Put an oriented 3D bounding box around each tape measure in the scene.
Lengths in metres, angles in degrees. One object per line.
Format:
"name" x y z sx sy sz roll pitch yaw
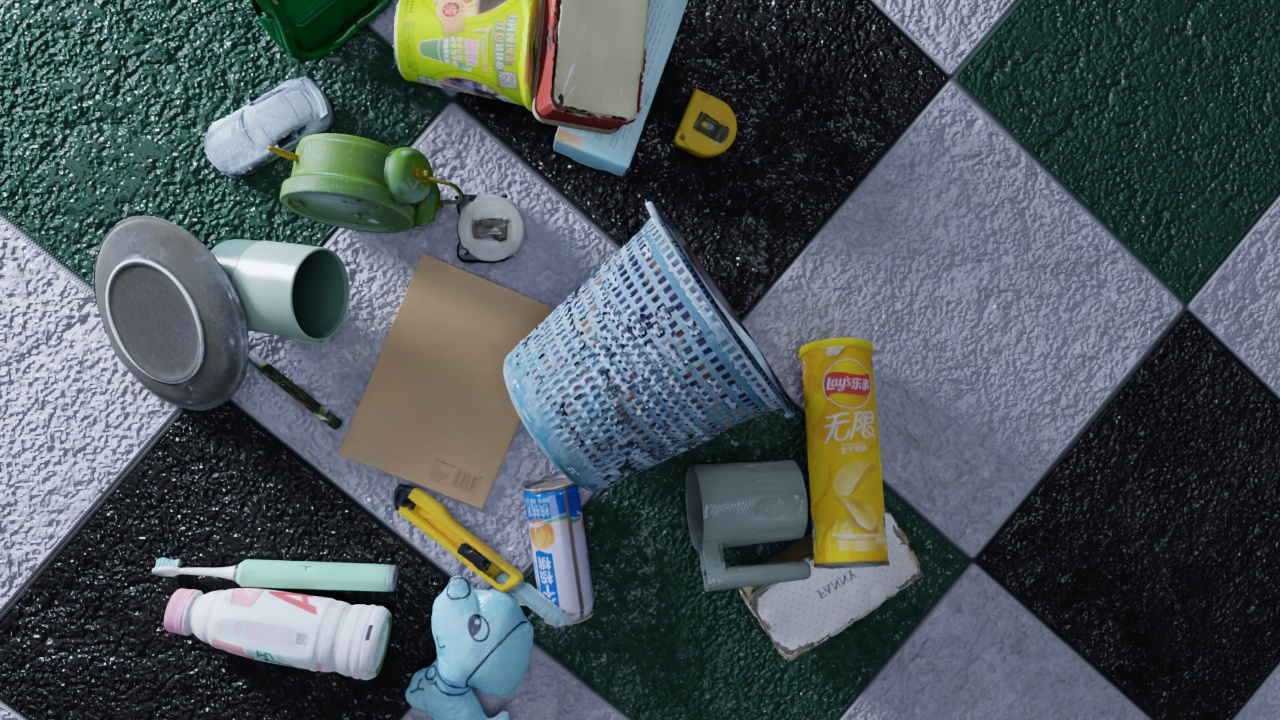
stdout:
"tape measure" -0.142 -0.125 0.871 0.066 0.033 0.066 -2 95 -6
"tape measure" 0.065 -0.227 0.891 0.057 0.029 0.060 23 91 -8

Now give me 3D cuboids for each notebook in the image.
"notebook" -0.181 0.022 0.887 0.149 0.012 0.211 23 91 -8

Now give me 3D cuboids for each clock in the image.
"clock" -0.239 -0.155 0.819 0.161 0.116 0.056 7 82 -4

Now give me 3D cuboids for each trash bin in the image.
"trash bin" -0.005 0.005 0.820 0.195 0.226 0.226 -34 97 9

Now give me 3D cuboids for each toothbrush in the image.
"toothbrush" -0.357 0.004 0.862 0.186 0.017 0.012 40 81 -7
"toothbrush" -0.345 0.203 0.871 0.224 0.027 0.027 3 133 -7

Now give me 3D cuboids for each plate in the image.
"plate" -0.419 -0.036 0.803 0.180 0.024 0.180 8 112 20

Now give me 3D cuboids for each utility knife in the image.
"utility knife" -0.152 0.186 0.871 0.215 0.015 0.033 35 99 8

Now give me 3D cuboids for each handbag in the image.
"handbag" -0.281 -0.333 0.800 0.131 0.120 0.068 -41 91 -1

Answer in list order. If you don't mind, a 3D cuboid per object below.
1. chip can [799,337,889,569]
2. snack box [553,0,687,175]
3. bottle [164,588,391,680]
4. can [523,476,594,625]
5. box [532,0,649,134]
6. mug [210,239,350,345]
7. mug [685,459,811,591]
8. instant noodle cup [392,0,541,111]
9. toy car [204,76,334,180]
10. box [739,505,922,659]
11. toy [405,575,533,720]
"chip can" 0.193 0.088 0.873 0.072 0.072 0.213 1 75 -7
"snack box" -0.020 -0.270 0.867 0.074 0.051 0.175 20 91 -9
"bottle" -0.337 0.249 0.856 0.197 0.068 0.068 11 92 -4
"can" -0.078 0.183 0.887 0.053 0.053 0.134 -8 94 -6
"box" -0.036 -0.289 0.790 0.091 0.077 0.168 4 93 -21
"mug" -0.325 -0.056 0.827 0.106 0.112 0.082 7 54 17
"mug" 0.104 0.156 0.882 0.103 0.084 0.123 -4 61 -9
"instant noodle cup" -0.153 -0.288 0.828 0.123 0.111 0.111 6 93 0
"toy car" -0.342 -0.214 0.843 0.120 0.037 0.054 -30 97 -1
"box" 0.194 0.213 0.918 0.184 0.061 0.090 -29 97 -6
"toy" -0.160 0.289 0.887 0.156 0.050 0.161 -33 98 1
